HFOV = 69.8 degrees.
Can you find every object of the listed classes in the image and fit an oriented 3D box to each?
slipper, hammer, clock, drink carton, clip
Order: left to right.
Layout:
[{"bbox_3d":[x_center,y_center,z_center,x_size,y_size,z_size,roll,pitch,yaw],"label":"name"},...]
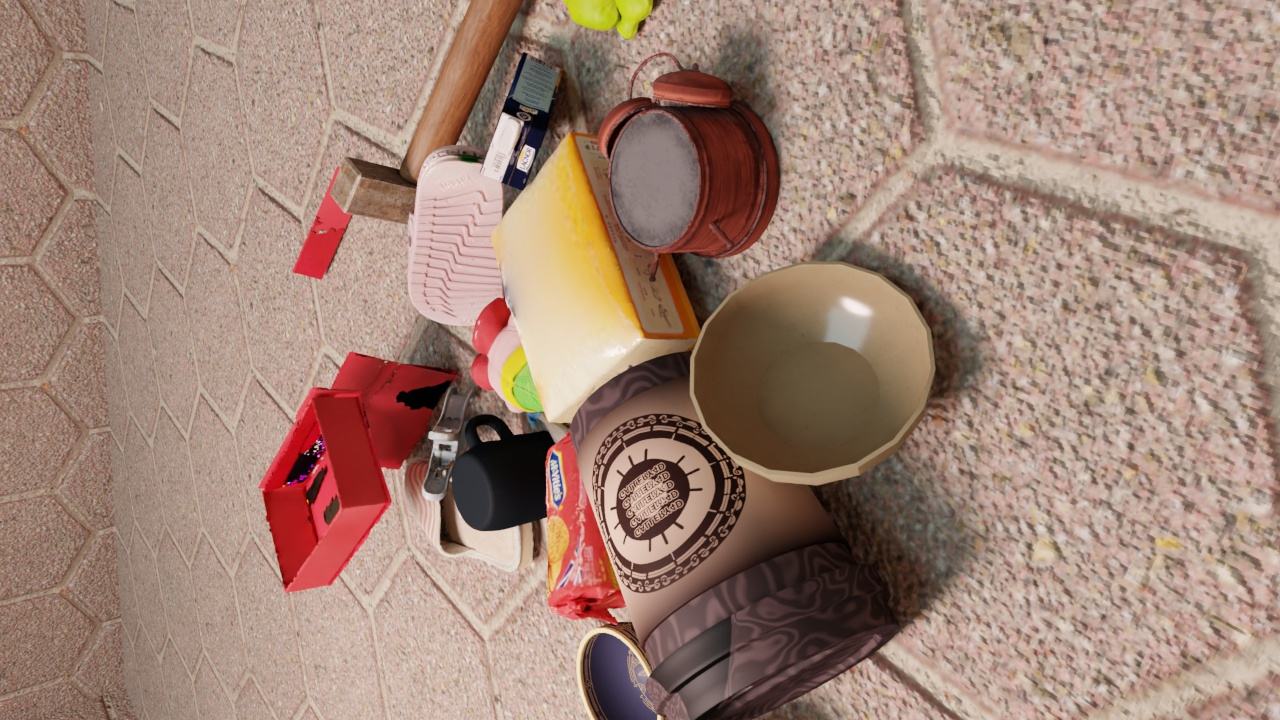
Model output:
[{"bbox_3d":[-0.197,0.093,0.950,0.162,0.028,0.112,-90,8,-74],"label":"clip"},{"bbox_3d":[-0.209,0.170,1.033,0.263,0.052,0.115,11,107,49],"label":"slipper"},{"bbox_3d":[-0.176,-0.122,0.878,0.240,0.094,0.064,107,157,-54],"label":"slipper"},{"bbox_3d":[-0.159,-0.259,0.851,0.037,0.157,0.301,47,117,33],"label":"hammer"},{"bbox_3d":[-0.101,-0.206,0.787,0.129,0.040,0.064,-87,20,-50],"label":"drink carton"},{"bbox_3d":[0.030,-0.147,0.675,0.121,0.072,0.157,-18,85,49],"label":"clock"}]

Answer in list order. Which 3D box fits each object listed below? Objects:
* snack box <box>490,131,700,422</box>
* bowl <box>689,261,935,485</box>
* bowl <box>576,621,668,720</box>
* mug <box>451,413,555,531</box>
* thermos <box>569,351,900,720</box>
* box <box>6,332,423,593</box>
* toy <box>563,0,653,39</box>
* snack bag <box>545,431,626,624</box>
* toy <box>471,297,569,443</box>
[{"bbox_3d":[-0.050,-0.065,0.759,0.145,0.080,0.195,-41,60,43],"label":"snack box"},{"bbox_3d":[0.111,0.013,0.591,0.152,0.050,0.152,-9,60,16],"label":"bowl"},{"bbox_3d":[0.002,0.280,0.804,0.113,0.061,0.112,13,107,47],"label":"bowl"},{"bbox_3d":[-0.134,0.104,0.900,0.121,0.094,0.085,59,135,23],"label":"mug"},{"bbox_3d":[0.050,0.121,0.643,0.173,0.172,0.226,-55,51,40],"label":"thermos"},{"bbox_3d":[-0.426,0.117,0.920,0.218,0.350,0.197,-46,54,39],"label":"box"},{"bbox_3d":[-0.028,-0.302,0.740,0.094,0.036,0.094,-13,94,45],"label":"toy"},{"bbox_3d":[-0.046,0.138,0.787,0.083,0.082,0.176,-36,48,47],"label":"snack bag"},{"bbox_3d":[-0.104,0.020,0.860,0.131,0.096,0.124,23,120,18],"label":"toy"}]
